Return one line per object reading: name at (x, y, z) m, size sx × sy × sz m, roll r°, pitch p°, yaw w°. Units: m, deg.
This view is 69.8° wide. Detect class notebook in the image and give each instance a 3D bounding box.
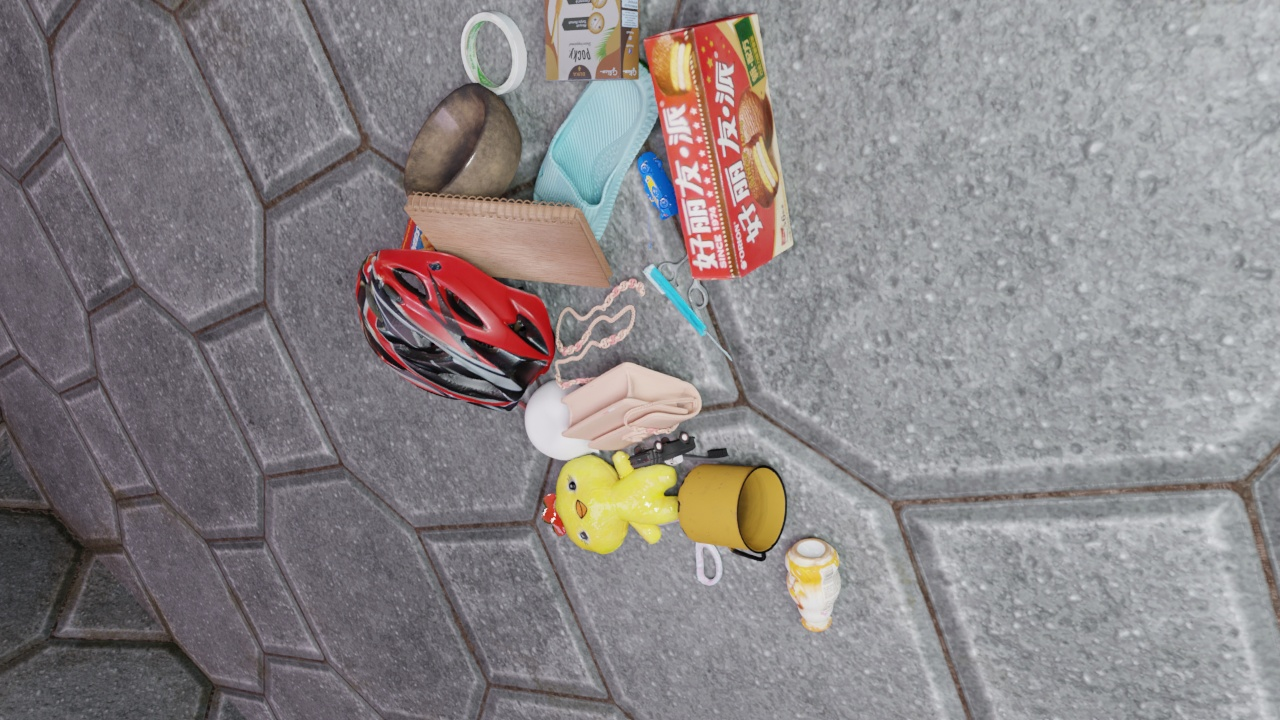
notebook at (-0.152, -0.141, 1.074) m, size 0.211 × 0.022 × 0.169 m, roll 7°, pitch 159°, yaw 15°

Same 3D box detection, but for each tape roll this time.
tape roll at (-0.174, -0.364, 1.089) m, size 0.094 × 0.018 × 0.094 m, roll 20°, pitch 124°, yaw 31°

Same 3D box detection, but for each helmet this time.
helmet at (-0.243, -0.041, 1.173) m, size 0.272 × 0.166 × 0.218 m, roll 26°, pitch 156°, yaw -4°

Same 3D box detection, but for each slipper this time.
slipper at (-0.065, -0.223, 1.042) m, size 0.116 × 0.069 × 0.277 m, roll 48°, pitch 133°, yaw 13°

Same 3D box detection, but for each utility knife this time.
utility knife at (0.054, -0.054, 1.057) m, size 0.149 × 0.015 × 0.022 m, roll 49°, pitch 165°, yaw 6°

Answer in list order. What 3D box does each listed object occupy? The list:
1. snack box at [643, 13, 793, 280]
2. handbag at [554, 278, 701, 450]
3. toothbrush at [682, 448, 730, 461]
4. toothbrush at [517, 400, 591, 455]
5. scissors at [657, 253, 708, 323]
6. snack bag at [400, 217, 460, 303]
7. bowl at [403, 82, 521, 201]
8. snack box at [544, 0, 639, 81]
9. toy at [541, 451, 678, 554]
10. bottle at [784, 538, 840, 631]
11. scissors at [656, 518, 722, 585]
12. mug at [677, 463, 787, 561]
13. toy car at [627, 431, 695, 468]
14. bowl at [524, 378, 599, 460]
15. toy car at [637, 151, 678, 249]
snack box at (0.081, -0.207, 0.895) m, size 0.060 × 0.112 × 0.236 m, roll 3°, pitch 114°, yaw 39°
handbag at (-0.008, 0.007, 1.137) m, size 0.199 × 0.116 × 0.187 m, roll -29°, pitch 55°, yaw 49°
toothbrush at (0.046, 0.125, 1.173) m, size 0.168 × 0.012 × 0.013 m, roll -10°, pitch 98°, yaw 42°
toothbrush at (-0.140, 0.083, 1.303) m, size 0.184 × 0.015 × 0.016 m, roll 33°, pitch 127°, yaw 23°
scissors at (0.066, -0.117, 1.026) m, size 0.120 × 0.014 × 0.160 m, roll 50°, pitch 137°, yaw 8°
snack bag at (-0.286, -0.142, 1.284) m, size 0.144 × 0.039 × 0.131 m, roll 50°, pitch 136°, yaw 20°
bowl at (-0.207, -0.245, 1.102) m, size 0.163 × 0.070 × 0.162 m, roll -23°, pitch 54°, yaw 35°
snack box at (-0.051, -0.385, 0.942) m, size 0.101 × 0.031 × 0.186 m, roll 11°, pitch 108°, yaw 35°
toy at (-0.036, 0.186, 1.219) m, size 0.208 × 0.092 × 0.134 m, roll -14°, pitch 92°, yaw 38°
bottle at (0.205, 0.267, 1.084) m, size 0.063 × 0.062 × 0.109 m, roll 10°, pitch 119°, yaw 36°
scissors at (0.069, 0.225, 1.208) m, size 0.171 × 0.013 × 0.175 m, roll -19°, pitch 98°, yaw 40°
mug at (0.110, 0.183, 1.091) m, size 0.094 × 0.100 × 0.124 m, roll -2°, pitch 114°, yaw 42°
toy car at (0.028, 0.114, 1.125) m, size 0.040 × 0.092 × 0.037 m, roll -20°, pitch 85°, yaw 43°
bowl at (-0.115, 0.085, 1.244) m, size 0.115 × 0.050 × 0.115 m, roll 11°, pitch 109°, yaw 33°
toy car at (0.009, -0.177, 1.024) m, size 0.062 × 0.033 × 0.092 m, roll -27°, pitch 94°, yaw 38°
